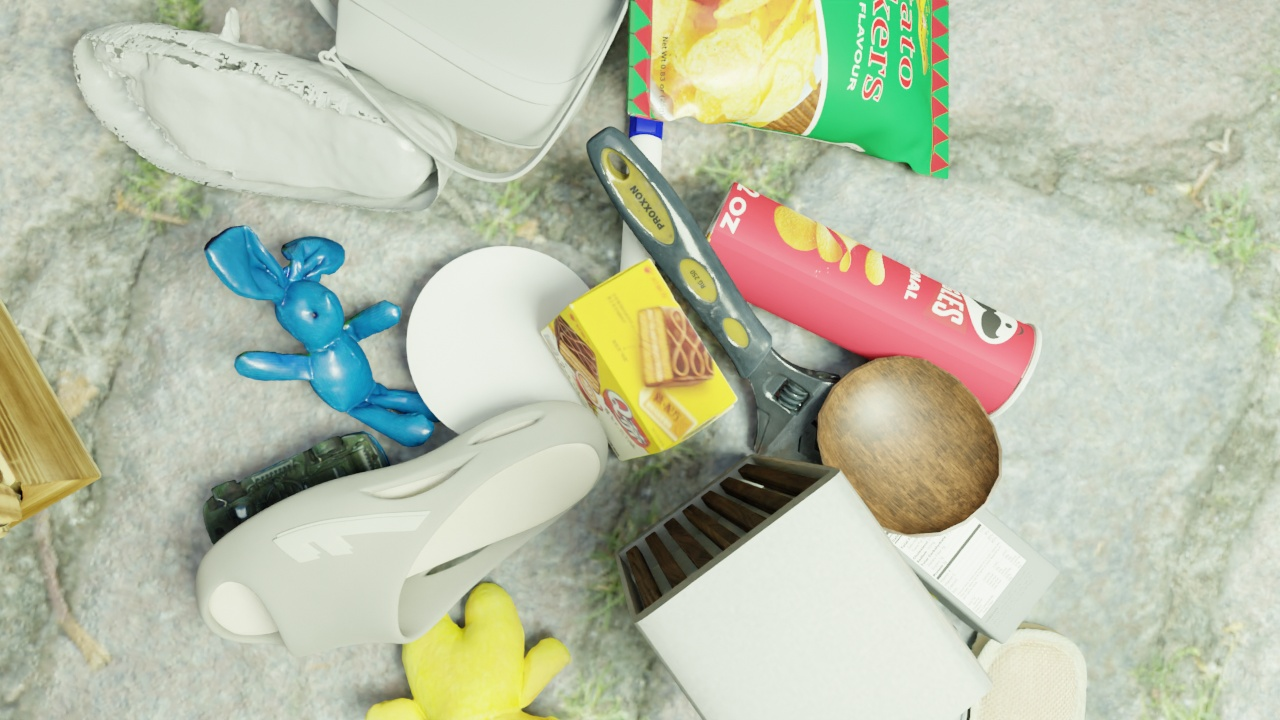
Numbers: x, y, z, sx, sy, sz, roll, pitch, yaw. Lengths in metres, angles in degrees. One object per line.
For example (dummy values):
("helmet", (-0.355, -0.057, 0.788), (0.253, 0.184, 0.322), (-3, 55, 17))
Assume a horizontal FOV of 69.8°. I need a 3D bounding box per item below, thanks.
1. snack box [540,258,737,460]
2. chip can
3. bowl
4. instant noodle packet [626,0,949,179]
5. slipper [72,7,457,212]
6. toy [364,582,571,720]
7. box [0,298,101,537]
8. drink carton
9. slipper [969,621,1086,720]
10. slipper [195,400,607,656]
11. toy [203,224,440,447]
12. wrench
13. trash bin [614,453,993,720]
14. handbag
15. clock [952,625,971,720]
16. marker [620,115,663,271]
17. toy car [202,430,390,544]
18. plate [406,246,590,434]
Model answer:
("snack box", (-0.003, 0.003, 0.579), (0.061, 0.084, 0.106), (-32, 91, -21))
("chip can", (0.145, -0.040, 0.605), (0.220, 0.069, 0.069), (26, 85, -1))
("bowl", (0.166, 0.055, 0.573), (0.102, 0.026, 0.114), (-33, 71, 0))
("instant noodle packet", (0.107, -0.232, 0.594), (0.252, 0.090, 0.195), (4, 85, -27))
("slipper", (-0.238, -0.162, 0.590), (0.247, 0.074, 0.112), (13, 116, 0))
("toy", (-0.094, 0.244, 0.567), (0.134, 0.092, 0.207), (-17, 76, -2))
("box", (-0.497, 0.065, 0.434), (0.279, 0.335, 0.286), (-31, 90, -7))
("drink carton", (0.201, 0.119, 0.608), (0.125, 0.048, 0.076), (40, 85, 0))
("slipper", (0.254, 0.307, 0.597), (0.115, 0.052, 0.263), (5, 86, -2))
("slipper", (-0.133, 0.116, 0.554), (0.265, 0.113, 0.080), (-23, 49, -10))
("toy", (-0.193, -0.018, 0.585), (0.071, 0.112, 0.176), (-25, 112, 30))
("wrench", (0.053, -0.030, 0.580), (0.073, 0.022, 0.273), (-31, 109, 19))
("trash bin", (0.069, 0.135, 0.508), (0.114, 0.229, 0.114), (-36, 89, -5))
("handbag", (-0.122, -0.236, 0.562), (0.222, 0.096, 0.215), (25, 65, -9))
("clock", (0.171, 0.222, 0.578), (0.035, 0.094, 0.122), (27, 79, 2))
("marker", (0.001, -0.114, 0.622), (0.023, 0.027, 0.133), (4, 86, 0))
("toy car", (-0.216, 0.088, 0.588), (0.120, 0.043, 0.056), (-25, 88, -3))
("plate", (-0.086, -0.009, 0.605), (0.134, 0.011, 0.134), (3, 80, -19))
